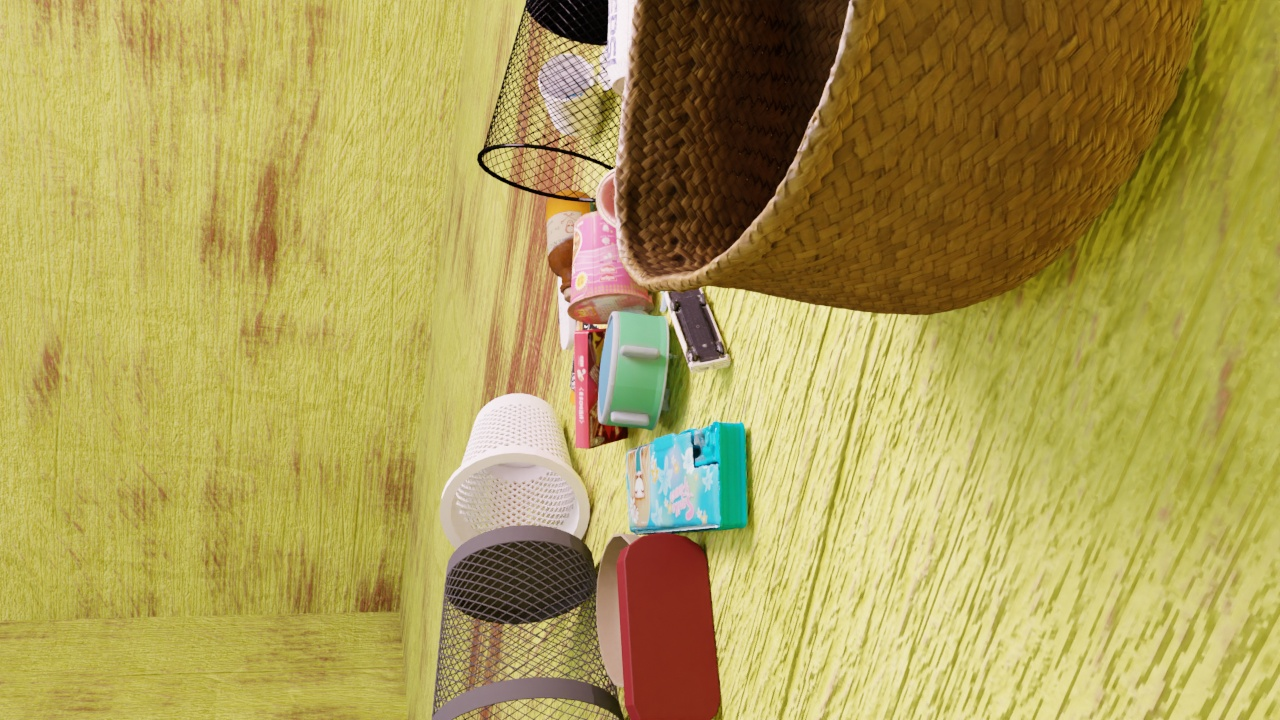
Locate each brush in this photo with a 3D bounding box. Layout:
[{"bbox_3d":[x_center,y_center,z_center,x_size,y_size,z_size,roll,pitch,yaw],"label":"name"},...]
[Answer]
[{"bbox_3d":[0.021,0.247,0.836,0.042,0.082,0.173,131,139,-60],"label":"brush"}]

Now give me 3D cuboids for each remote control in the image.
[{"bbox_3d":[-0.104,-0.077,1.299,0.043,0.013,0.136,127,143,-57],"label":"remote control"}]

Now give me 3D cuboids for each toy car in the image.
[{"bbox_3d":[0.053,-0.027,0.873,0.039,0.039,0.113,83,173,-46],"label":"toy car"}]

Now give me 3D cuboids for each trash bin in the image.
[{"bbox_3d":[-0.084,-0.320,1.098,0.184,0.184,0.210,170,111,-70],"label":"trash bin"},{"bbox_3d":[-0.173,0.154,1.289,0.199,0.195,0.196,-101,22,-61],"label":"trash bin"},{"bbox_3d":[-0.138,0.345,1.092,0.227,0.217,0.218,-100,23,-45],"label":"trash bin"}]

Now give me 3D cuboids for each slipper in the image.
[{"bbox_3d":[-0.004,-0.176,0.966,0.197,0.081,0.093,-102,25,-65],"label":"slipper"}]

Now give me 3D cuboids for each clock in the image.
[{"bbox_3d":[-0.006,0.006,0.989,0.161,0.075,0.122,-108,25,-73],"label":"clock"}]

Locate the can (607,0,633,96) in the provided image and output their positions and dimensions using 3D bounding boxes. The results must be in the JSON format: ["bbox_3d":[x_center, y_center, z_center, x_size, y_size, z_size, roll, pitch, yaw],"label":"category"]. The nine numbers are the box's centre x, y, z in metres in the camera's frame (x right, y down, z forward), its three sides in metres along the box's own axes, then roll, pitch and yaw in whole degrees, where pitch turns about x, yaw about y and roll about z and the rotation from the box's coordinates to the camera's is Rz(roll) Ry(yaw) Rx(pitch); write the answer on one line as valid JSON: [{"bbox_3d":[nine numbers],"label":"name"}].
[{"bbox_3d":[0.003,-0.367,1.015,0.078,0.078,0.136,160,112,-69],"label":"can"}]

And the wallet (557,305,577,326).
[{"bbox_3d":[-0.095,-0.069,1.326,0.123,0.019,0.072,-132,49,-64],"label":"wallet"}]

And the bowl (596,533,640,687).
[{"bbox_3d":[0.000,0.254,0.943,0.152,0.050,0.152,-177,90,-71],"label":"bowl"}]

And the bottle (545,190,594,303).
[{"bbox_3d":[-0.094,-0.153,1.268,0.068,0.067,0.156,129,140,-59],"label":"bottle"}]

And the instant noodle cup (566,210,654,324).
[{"bbox_3d":[-0.038,-0.107,1.044,0.098,0.097,0.108,137,131,-63],"label":"instant noodle cup"}]

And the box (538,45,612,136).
[{"bbox_3d":[-0.065,-0.370,1.238,0.140,0.142,0.083,59,-148,-72],"label":"box"}]

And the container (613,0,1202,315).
[{"bbox_3d":[0.119,-0.170,0.473,0.307,0.196,0.307,-176,91,-73],"label":"container"}]

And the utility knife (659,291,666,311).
[{"bbox_3d":[0.033,-0.109,0.975,0.022,0.015,0.126,38,124,47],"label":"utility knife"}]

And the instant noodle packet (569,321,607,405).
[{"bbox_3d":[-0.049,-0.035,1.159,0.160,0.032,0.221,26,111,62],"label":"instant noodle packet"}]

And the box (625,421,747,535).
[{"bbox_3d":[0.038,0.117,0.877,0.227,0.041,0.094,149,122,-67],"label":"box"}]

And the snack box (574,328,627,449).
[{"bbox_3d":[-0.045,0.030,1.057,0.021,0.089,0.133,2,96,29],"label":"snack box"}]
